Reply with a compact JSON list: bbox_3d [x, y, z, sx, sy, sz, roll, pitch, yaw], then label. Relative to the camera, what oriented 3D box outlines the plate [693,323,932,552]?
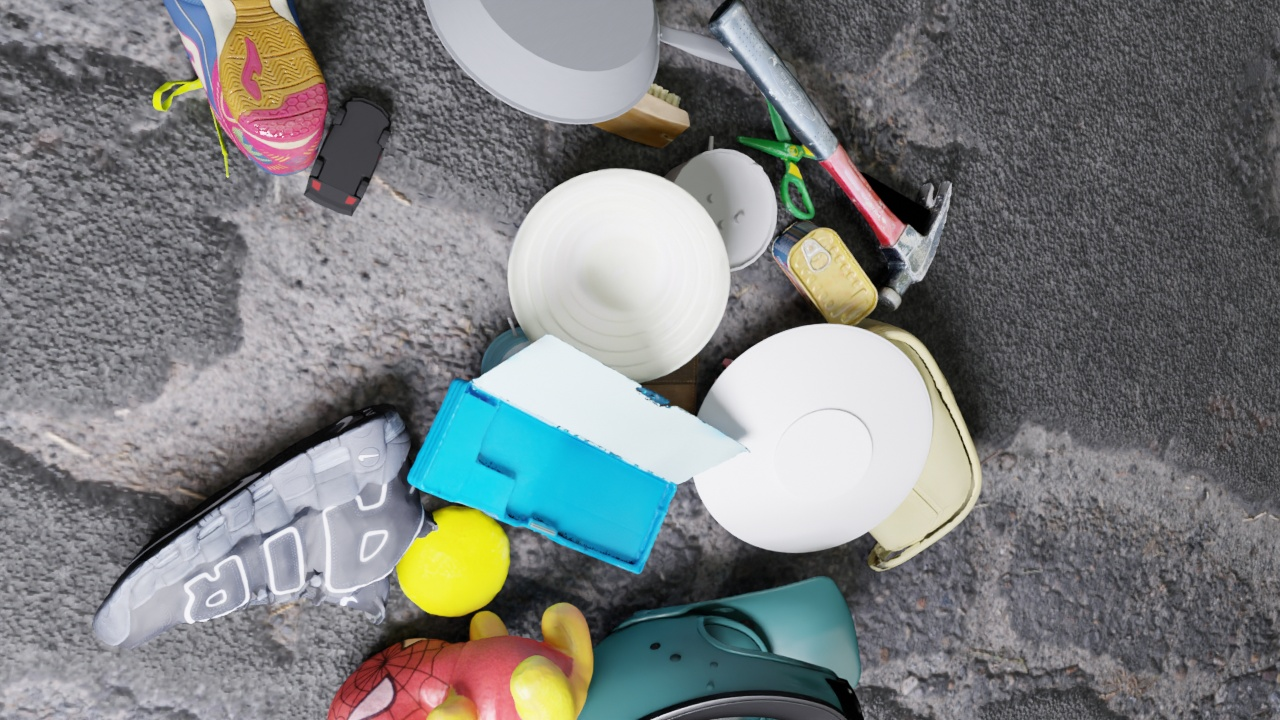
[{"bbox_3d":[0.161,0.080,0.828,0.229,0.030,0.230,-3,110,-8],"label":"plate"}]

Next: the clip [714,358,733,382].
[{"bbox_3d":[0.098,0.016,0.867,0.060,0.023,0.044,2,97,-17],"label":"clip"}]

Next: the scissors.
[{"bbox_3d":[0.145,-0.194,0.855,0.130,0.011,0.125,-22,93,-32],"label":"scissors"}]

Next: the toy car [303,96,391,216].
[{"bbox_3d":[-0.224,-0.157,0.706,0.042,0.036,0.091,24,77,-21],"label":"toy car"}]

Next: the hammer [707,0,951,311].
[{"bbox_3d":[0.176,-0.198,0.836,0.326,0.036,0.140,43,71,-28],"label":"hammer"}]

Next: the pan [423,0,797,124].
[{"bbox_3d":[-0.001,-0.278,0.755,0.356,0.051,0.200,1,71,-28],"label":"pan"}]

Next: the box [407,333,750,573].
[{"bbox_3d":[-0.048,0.073,0.756,0.243,0.070,0.171,31,105,-38],"label":"box"}]

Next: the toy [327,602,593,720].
[{"bbox_3d":[-0.143,0.264,0.716,0.216,0.147,0.099,-19,92,15],"label":"toy"}]

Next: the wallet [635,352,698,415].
[{"bbox_3d":[-0.005,0.005,0.820,0.121,0.027,0.098,-1,95,-23],"label":"wallet"}]

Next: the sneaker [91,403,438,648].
[{"bbox_3d":[-0.261,0.156,0.692,0.252,0.097,0.151,-35,105,-21],"label":"sneaker"}]

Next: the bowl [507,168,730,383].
[{"bbox_3d":[-0.017,-0.072,0.754,0.176,0.057,0.177,0,108,-1],"label":"bowl"}]

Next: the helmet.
[{"bbox_3d":[0.064,0.293,0.781,0.275,0.200,0.176,-18,101,3],"label":"helmet"}]

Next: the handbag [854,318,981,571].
[{"bbox_3d":[0.236,0.080,0.903,0.191,0.088,0.233,-43,110,4],"label":"handbag"}]

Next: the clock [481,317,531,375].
[{"bbox_3d":[-0.101,0.029,0.779,0.087,0.042,0.123,12,97,-23],"label":"clock"}]

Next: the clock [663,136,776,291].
[{"bbox_3d":[0.052,-0.115,0.809,0.120,0.061,0.159,41,79,-21],"label":"clock"}]

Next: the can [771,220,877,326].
[{"bbox_3d":[0.170,-0.082,0.856,0.054,0.059,0.100,-38,110,4],"label":"can"}]

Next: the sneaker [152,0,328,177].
[{"bbox_3d":[-0.301,-0.242,0.650,0.116,0.091,0.241,-24,85,-24],"label":"sneaker"}]

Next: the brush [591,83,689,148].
[{"bbox_3d":[-0.017,-0.221,0.777,0.117,0.049,0.039,17,71,-23],"label":"brush"}]

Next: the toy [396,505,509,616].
[{"bbox_3d":[-0.155,0.169,0.769,0.095,0.041,0.094,-25,100,-17],"label":"toy"}]
